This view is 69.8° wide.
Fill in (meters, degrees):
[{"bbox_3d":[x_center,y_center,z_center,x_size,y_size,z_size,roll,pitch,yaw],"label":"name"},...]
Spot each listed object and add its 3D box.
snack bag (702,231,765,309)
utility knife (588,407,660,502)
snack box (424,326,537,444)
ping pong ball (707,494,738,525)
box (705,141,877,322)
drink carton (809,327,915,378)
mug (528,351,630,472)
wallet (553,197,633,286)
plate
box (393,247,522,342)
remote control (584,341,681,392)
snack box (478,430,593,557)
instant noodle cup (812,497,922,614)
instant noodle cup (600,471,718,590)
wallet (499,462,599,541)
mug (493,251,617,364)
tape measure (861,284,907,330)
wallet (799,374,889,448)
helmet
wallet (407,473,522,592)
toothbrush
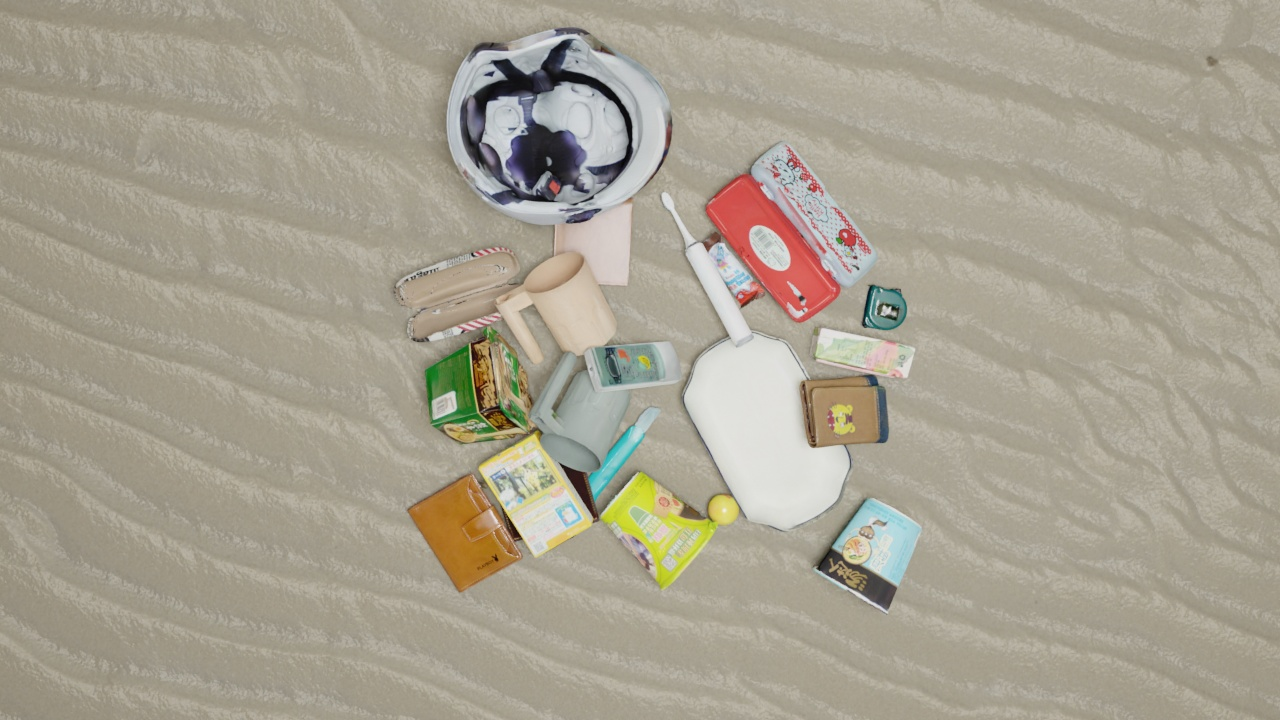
[{"bbox_3d":[0.116,-0.116,1.180,0.105,0.026,0.045,51,136,-3],"label":"snack bag"},{"bbox_3d":[-0.034,0.134,1.204,0.029,0.013,0.185,38,96,0],"label":"utility knife"},{"bbox_3d":[-0.203,0.044,1.139,0.106,0.117,0.118,-19,62,9],"label":"snack box"},{"bbox_3d":[0.108,0.195,1.196,0.040,0.040,0.040,0,94,-1],"label":"ping pong ball"},{"bbox_3d":[0.195,-0.164,1.166,0.157,0.069,0.201,-40,94,-2],"label":"box"},{"bbox_3d":[0.282,-0.009,1.178,0.122,0.053,0.045,12,94,-1],"label":"drink carton"},{"bbox_3d":[-0.077,0.062,1.135,0.124,0.084,0.103,52,51,-35],"label":"mug"},{"bbox_3d":[-0.062,-0.155,1.184,0.101,0.020,0.115,4,96,0],"label":"wallet"},{"bbox_3d":[0.164,0.091,1.193,0.162,0.034,0.265,-30,93,1],"label":"plate"},{"bbox_3d":[-0.228,-0.086,1.157,0.162,0.075,0.086,-18,124,3],"label":"box"},{"bbox_3d":[-0.007,0.007,1.150,0.134,0.019,0.056,-5,71,-39],"label":"remote control"},{"bbox_3d":[-0.133,0.171,1.173,0.087,0.033,0.140,-31,97,5],"label":"snack box"},{"bbox_3d":[0.296,0.244,1.175,0.111,0.111,0.120,31,85,-2],"label":"instant noodle cup"},{"bbox_3d":[0.017,0.209,1.168,0.123,0.111,0.112,41,92,4],"label":"instant noodle cup"},{"bbox_3d":[-0.123,0.180,1.199,0.122,0.020,0.096,-15,96,6],"label":"wallet"},{"bbox_3d":[-0.103,-0.060,1.139,0.124,0.084,0.103,-28,123,0],"label":"mug"},{"bbox_3d":[0.317,-0.067,1.189,0.054,0.025,0.058,10,94,0],"label":"tape measure"},{"bbox_3d":[0.260,0.064,1.168,0.115,0.033,0.090,-2,81,-24],"label":"wallet"},{"bbox_3d":[-0.100,-0.264,1.110,0.258,0.146,0.229,-6,84,-9],"label":"helmet"},{"bbox_3d":[-0.222,0.221,1.196,0.119,0.035,0.130,-31,93,15],"label":"wallet"},{"bbox_3d":[0.080,-0.118,1.167,0.026,0.026,0.221,-27,83,-13],"label":"toothbrush"}]
